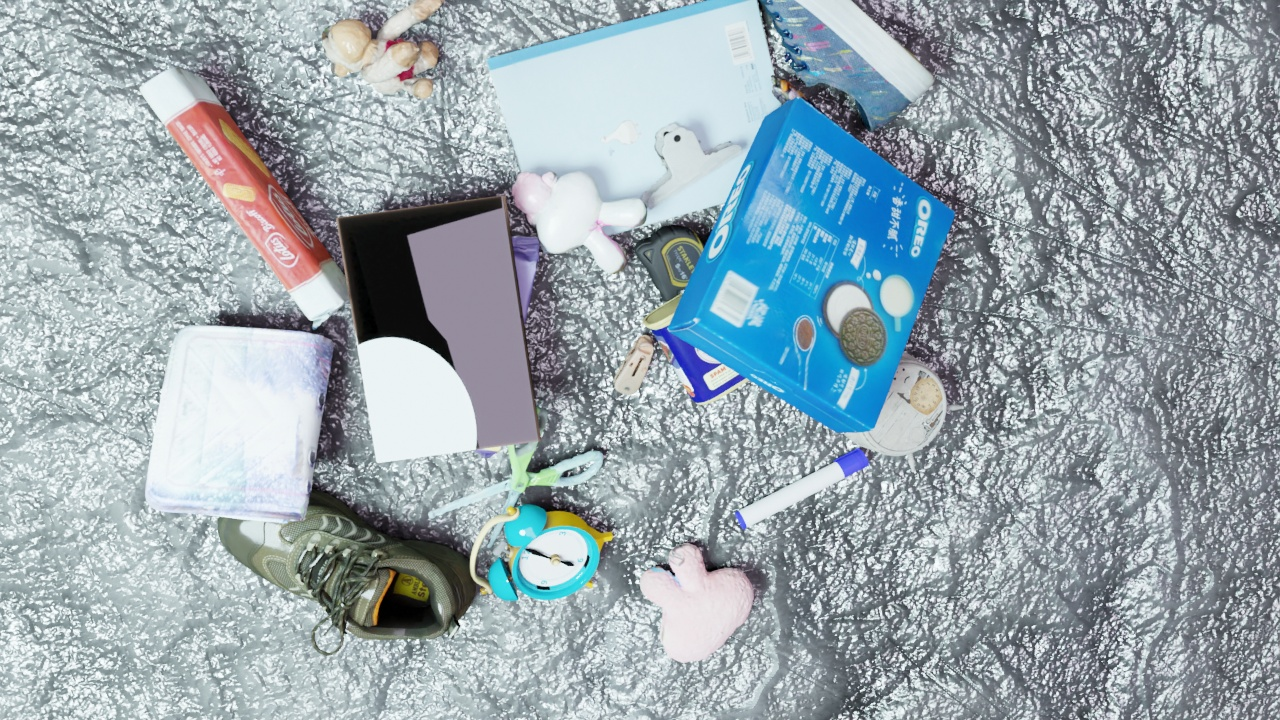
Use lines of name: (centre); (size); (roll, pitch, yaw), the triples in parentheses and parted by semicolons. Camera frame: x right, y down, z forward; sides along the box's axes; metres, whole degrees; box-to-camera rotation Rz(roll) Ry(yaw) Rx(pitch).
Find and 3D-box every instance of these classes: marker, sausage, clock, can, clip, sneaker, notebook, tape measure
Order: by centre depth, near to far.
notebook: (-0.169, -0.025, 0.776); (0.141, 0.008, 0.209); (-8, 96, 0)
sneaker: (-0.259, 0.194, 0.793); (0.238, 0.143, 0.101); (23, 95, -12)
sneaker: (0.154, -0.295, 0.822); (0.235, 0.087, 0.079); (33, 113, -17)
clip: (0.036, -0.187, 0.835); (0.101, 0.045, 0.055); (-32, 111, -3)
notebook: (0.008, -0.218, 0.836); (0.253, 0.009, 0.181); (-17, 102, -6)
tape measure: (0.032, -0.095, 0.849); (0.061, 0.034, 0.062); (-28, 115, 0)
sausage: (0.176, -0.213, 0.855); (0.155, 0.020, 0.020); (35, 92, -18)
can: (0.075, -0.026, 0.857); (0.116, 0.056, 0.092); (-31, 104, -3)
clock: (-0.095, 0.183, 0.862); (0.129, 0.043, 0.099); (11, 110, -25)
clip: (-0.005, 0.001, 0.868); (0.026, 0.059, 0.052); (18, 56, -13)
clock: (0.232, 0.032, 0.890); (0.157, 0.061, 0.103); (37, 92, -15)
marker: (0.161, 0.128, 0.917); (0.141, 0.020, 0.020); (-26, 103, -4)

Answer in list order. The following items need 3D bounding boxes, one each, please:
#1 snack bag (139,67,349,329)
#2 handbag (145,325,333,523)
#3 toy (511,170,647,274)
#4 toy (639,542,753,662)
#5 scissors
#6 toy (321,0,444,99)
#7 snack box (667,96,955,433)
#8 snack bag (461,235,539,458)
snack bag: (-0.318, -0.133, 0.760); (0.041, 0.077, 0.225); (-34, 103, 0)
handbag: (-0.328, 0.054, 0.770); (0.126, 0.069, 0.158); (3, 76, 3)
toy: (-0.057, -0.130, 0.818); (0.122, 0.038, 0.079); (25, 108, -13)
toy: (0.052, 0.234, 0.902); (0.108, 0.053, 0.105); (-39, 93, -1)
scissors: (-0.108, 0.113, 0.844); (0.172, 0.023, 0.172); (-3, 131, -39)
toy: (-0.218, -0.265, 0.766); (0.106, 0.074, 0.085); (6, 66, 9)
snack box: (0.159, -0.083, 0.817); (0.195, 0.056, 0.238); (31, 72, -17)
snack bag: (-0.155, -0.019, 0.819); (0.096, 0.058, 0.205); (11, 95, -14)
